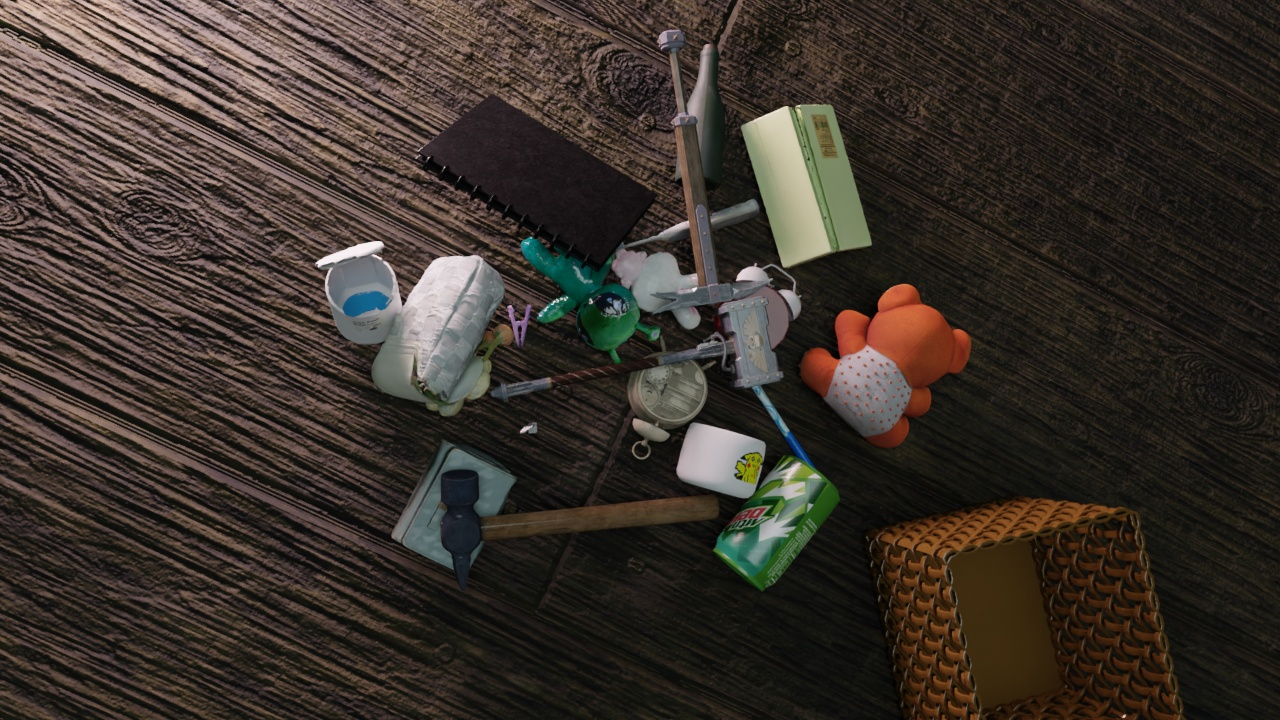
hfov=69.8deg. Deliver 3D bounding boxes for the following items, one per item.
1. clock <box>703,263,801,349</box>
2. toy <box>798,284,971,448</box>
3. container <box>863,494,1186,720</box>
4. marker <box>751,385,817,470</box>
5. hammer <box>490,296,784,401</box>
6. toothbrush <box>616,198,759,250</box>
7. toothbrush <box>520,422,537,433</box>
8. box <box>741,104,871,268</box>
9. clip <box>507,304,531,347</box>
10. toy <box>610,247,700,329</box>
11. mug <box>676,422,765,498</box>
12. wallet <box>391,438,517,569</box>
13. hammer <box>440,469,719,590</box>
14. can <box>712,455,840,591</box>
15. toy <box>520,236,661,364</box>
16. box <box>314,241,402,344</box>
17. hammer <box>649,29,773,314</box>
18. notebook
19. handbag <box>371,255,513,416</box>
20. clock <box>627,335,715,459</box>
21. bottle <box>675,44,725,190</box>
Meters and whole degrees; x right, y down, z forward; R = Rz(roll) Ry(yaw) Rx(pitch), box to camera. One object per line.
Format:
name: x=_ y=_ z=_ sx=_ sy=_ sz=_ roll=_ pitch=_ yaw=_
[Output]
clock: x=0.138 y=-0.056 z=1.097 sx=0.087 sy=0.044 sz=0.124 roll=35 pitch=82 yaw=-4
toy: x=0.296 y=0.004 z=1.098 sx=0.164 sy=0.093 sz=0.172 roll=43 pitch=94 yaw=0
container: x=0.412 y=0.300 z=1.022 sx=0.219 sy=0.214 sz=0.251 roll=-11 pitch=87 yaw=-9
marker: x=0.170 y=0.079 z=1.108 sx=0.013 sy=0.013 sz=0.142 roll=-34 pitch=91 yaw=-9
hammer: x=-0.005 y=0.006 z=1.021 sx=0.321 sy=0.044 sz=0.098 roll=-11 pitch=88 yaw=-11
toothbrush: x=0.055 y=-0.158 z=1.105 sx=0.185 sy=0.022 sz=0.024 roll=-18 pitch=124 yaw=-9
toothbrush: x=-0.120 y=0.076 z=0.982 sx=0.010 sy=0.181 sz=0.010 roll=-5 pitch=89 yaw=-3
box: x=0.206 y=-0.216 z=1.115 sx=0.133 sy=0.061 sz=0.188 roll=-14 pitch=87 yaw=-11
clip: x=-0.137 y=-0.045 z=1.075 sx=0.045 sy=0.014 sz=0.050 roll=-29 pitch=87 yaw=-12
toy: x=0.022 y=-0.092 z=1.088 sx=0.125 sy=0.037 sz=0.076 roll=24 pitch=86 yaw=-3
mug: x=0.099 y=0.118 z=1.060 sx=0.115 sy=0.094 sz=0.068 roll=21 pitch=83 yaw=-44
wallet: x=-0.209 y=0.164 z=1.032 sx=0.100 sy=0.054 sz=0.131 roll=26 pitch=88 yaw=-4
hammer: x=-0.061 y=0.180 z=1.034 sx=0.321 sy=0.040 sz=0.129 roll=-2 pitch=101 yaw=-18
can: x=0.157 y=0.188 z=1.061 sx=0.083 sy=0.083 sz=0.144 roll=41 pitch=82 yaw=-3
toy: x=-0.058 y=-0.079 z=1.063 sx=0.131 sy=0.072 sz=0.193 roll=-39 pitch=88 yaw=29
box: x=-0.300 y=-0.079 z=0.983 sx=0.081 sy=0.160 sz=0.091 roll=-10 pitch=76 yaw=-14
hammer: x=0.063 y=-0.220 z=1.050 sx=0.147 sy=0.028 sz=0.317 roll=-9 pitch=92 yaw=-16
notebook: x=-0.112 y=-0.203 z=1.028 sx=0.231 sy=0.019 sz=0.168 roll=32 pitch=45 yaw=1
handbag: x=-0.205 y=-0.027 z=1.016 sx=0.123 sy=0.113 sz=0.171 roll=37 pitch=68 yaw=-37
clock: x=0.026 y=0.049 z=1.069 sx=0.093 sy=0.055 sz=0.140 roll=25 pitch=80 yaw=-5
bottle: x=0.077 y=-0.295 z=1.102 sx=0.055 sy=0.055 sz=0.174 roll=7 pitch=84 yaw=-8
